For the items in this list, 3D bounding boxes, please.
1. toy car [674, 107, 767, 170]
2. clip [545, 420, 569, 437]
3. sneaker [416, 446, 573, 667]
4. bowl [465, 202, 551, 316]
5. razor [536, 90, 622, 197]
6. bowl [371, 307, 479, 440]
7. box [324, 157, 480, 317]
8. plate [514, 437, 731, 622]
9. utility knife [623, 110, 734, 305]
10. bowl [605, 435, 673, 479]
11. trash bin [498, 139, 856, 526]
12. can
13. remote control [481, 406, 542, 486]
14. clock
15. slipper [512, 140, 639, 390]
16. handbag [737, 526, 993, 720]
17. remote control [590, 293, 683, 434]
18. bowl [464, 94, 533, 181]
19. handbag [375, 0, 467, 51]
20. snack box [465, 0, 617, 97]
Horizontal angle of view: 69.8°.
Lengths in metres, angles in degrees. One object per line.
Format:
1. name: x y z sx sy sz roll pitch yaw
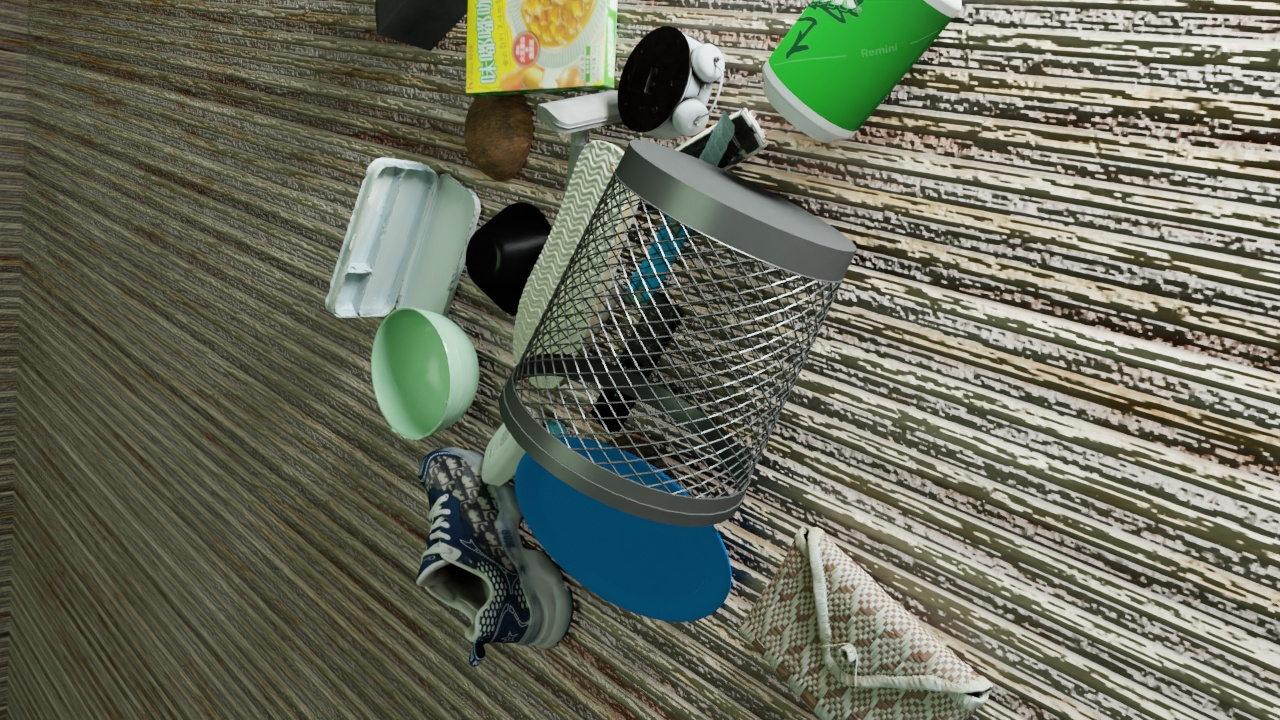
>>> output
1. toy car: 0.059 -0.180 0.800 0.113 0.038 0.039 -22 107 42
2. clip: -0.088 0.112 0.954 0.122 0.033 0.120 16 93 51
3. sneaker: -0.191 0.204 0.991 0.269 0.132 0.103 52 126 29
4. bowl: -0.151 -0.109 0.987 0.124 0.052 0.124 3 95 42
5. razor: -0.061 -0.199 0.897 0.047 0.088 0.116 42 138 33
6. bowl: -0.237 0.012 1.056 0.151 0.076 0.151 5 98 41
7. box: -0.280 -0.124 1.071 0.129 0.104 0.211 35 115 32
8. plate: -0.015 0.152 0.842 0.224 0.024 0.225 20 134 21
9. utility knife: 0.033 -0.126 0.818 0.031 0.015 0.221 34 129 8
10. bowl: -0.020 0.134 0.896 0.119 0.032 0.119 3 95 42
11. trash bin: 0.031 -0.028 0.724 0.218 0.217 0.228 39 113 34
12. can: 0.159 -0.236 0.672 0.140 0.087 0.087 -50 61 32
13. remote control: -0.138 0.091 0.983 0.115 0.028 0.060 -47 30 45
14. clock: 0.030 -0.242 0.812 0.123 0.035 0.094 27 103 47
15. slipper: -0.059 -0.089 0.906 0.115 0.052 0.264 44 124 34
16. handbag: 0.166 0.233 0.723 0.186 0.046 0.124 42 120 33
17. remote control: -0.005 0.005 0.887 0.034 0.013 0.150 46 121 31
18. bowl: -0.164 -0.252 1.008 0.114 0.026 0.102 42 119 33
19. handbag: -0.238 -0.492 1.039 0.176 0.072 0.195 -27 71 40
20. snack box: -0.101 -0.336 0.920 0.168 0.027 0.132 5 97 28
